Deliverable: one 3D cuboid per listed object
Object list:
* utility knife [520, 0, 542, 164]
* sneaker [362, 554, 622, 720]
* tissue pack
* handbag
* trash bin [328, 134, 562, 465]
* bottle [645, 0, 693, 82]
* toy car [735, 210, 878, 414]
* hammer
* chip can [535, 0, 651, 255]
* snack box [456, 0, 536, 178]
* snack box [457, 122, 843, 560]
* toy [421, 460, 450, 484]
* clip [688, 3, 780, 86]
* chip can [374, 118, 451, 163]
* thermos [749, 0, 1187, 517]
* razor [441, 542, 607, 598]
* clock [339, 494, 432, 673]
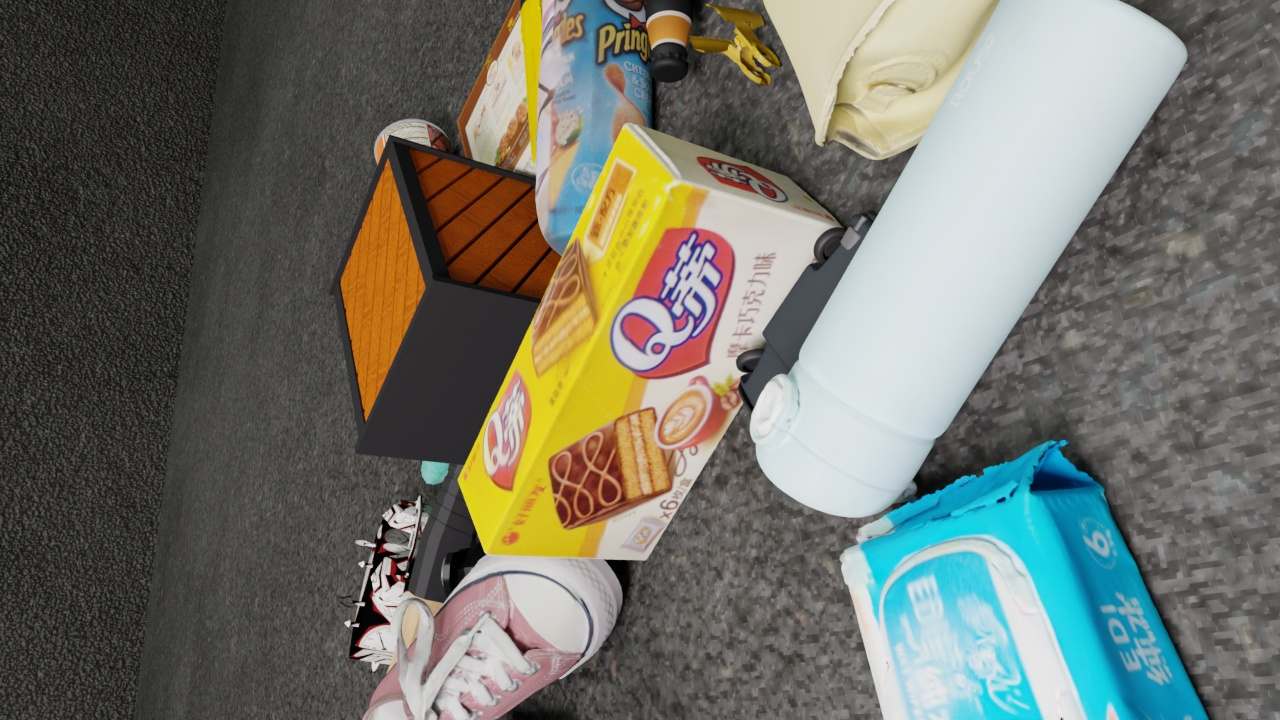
[{"bbox_3d":[-0.074,-0.192,0.658,0.031,0.017,0.178,-32,56,51],"label":"utility knife"},{"bbox_3d":[-0.109,0.195,0.566,0.118,0.087,0.242,46,119,3],"label":"sneaker"},{"bbox_3d":[0.124,0.105,0.307,0.093,0.061,0.144,-43,47,43],"label":"tissue pack"},{"bbox_3d":[0.106,-0.167,0.404,0.111,0.081,0.119,-54,41,44],"label":"handbag"},{"bbox_3d":[-0.120,-0.037,0.644,0.140,0.139,0.171,-58,38,29],"label":"trash bin"},{"bbox_3d":[0.018,-0.259,0.575,0.059,0.059,0.181,-20,65,53],"label":"bottle"},{"bbox_3d":[0.085,-0.016,0.426,0.112,0.034,0.046,-59,39,27],"label":"toy car"},{"bbox_3d":[-0.162,0.192,0.684,0.039,0.131,0.328,6,77,57],"label":"hammer"},{"bbox_3d":[-0.031,-0.175,0.610,0.080,0.079,0.229,-22,62,52],"label":"chip can"},{"bbox_3d":[-0.094,-0.204,0.744,0.143,0.041,0.146,-53,42,34],"label":"snack box"},{"bbox_3d":[-0.003,0.003,0.484,0.231,0.110,0.061,-61,38,25],"label":"snack box"},{"bbox_3d":[-0.166,0.059,0.788,0.085,0.033,0.105,-145,68,-66],"label":"toy"},{"bbox_3d":[0.054,-0.174,0.515,0.045,0.054,0.049,-8,98,35],"label":"clip"},{"bbox_3d":[-0.199,-0.129,0.850,0.075,0.075,0.214,-52,42,35],"label":"chip can"},{"bbox_3d":[0.115,-0.034,0.351,0.207,0.078,0.065,-63,24,19],"label":"thermos"},{"bbox_3d":[-0.074,0.137,0.610,0.157,0.060,0.057,-19,51,32],"label":"razor"},{"bbox_3d":[-0.207,0.177,0.755,0.114,0.065,0.155,-99,28,-53],"label":"clock"}]
